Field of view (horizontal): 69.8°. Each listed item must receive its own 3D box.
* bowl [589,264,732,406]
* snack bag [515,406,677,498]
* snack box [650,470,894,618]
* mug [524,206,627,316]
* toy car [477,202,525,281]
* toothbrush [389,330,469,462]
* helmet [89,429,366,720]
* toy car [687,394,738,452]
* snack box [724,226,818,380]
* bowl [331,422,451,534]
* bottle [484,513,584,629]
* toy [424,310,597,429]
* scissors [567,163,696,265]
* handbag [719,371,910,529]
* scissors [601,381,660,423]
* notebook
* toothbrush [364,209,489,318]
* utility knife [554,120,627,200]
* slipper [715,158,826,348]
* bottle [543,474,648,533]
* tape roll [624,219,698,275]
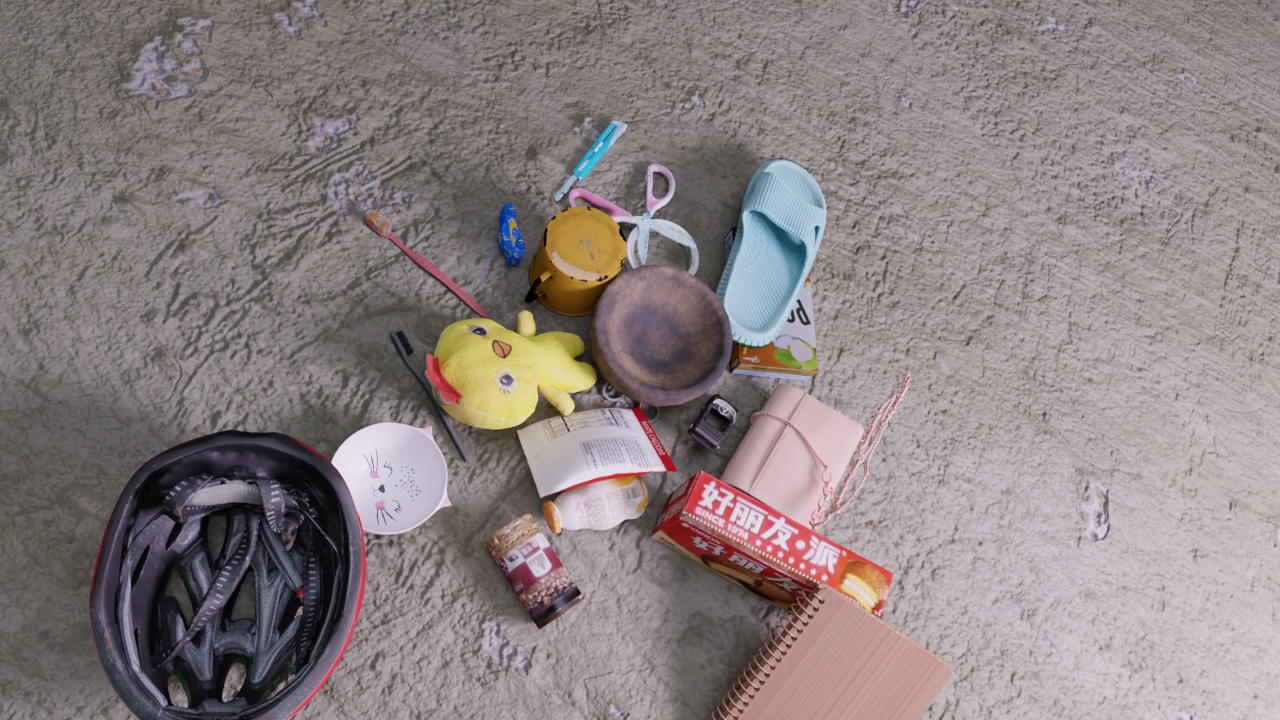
[{"bbox_3d":[0.018,-0.022,1.043,0.162,0.070,0.162,5,69,-15],"label":"bowl"},{"bbox_3d":[-0.050,0.092,0.979,0.144,0.039,0.130,-10,31,-15],"label":"snack bag"},{"bbox_3d":[0.138,0.209,0.980,0.236,0.113,0.060,28,64,-4],"label":"snack box"},{"bbox_3d":[-0.080,-0.109,1.052,0.123,0.094,0.100,-36,83,-25],"label":"mug"},{"bbox_3d":[-0.170,-0.137,1.070,0.061,0.033,0.092,-9,72,-26],"label":"toy car"},{"bbox_3d":[-0.229,0.038,0.999,0.013,0.013,0.167,-25,78,-31],"label":"toothbrush"},{"bbox_3d":[-0.357,0.198,0.814,0.217,0.167,0.271,4,68,-14],"label":"helmet"},{"bbox_3d":[0.086,0.069,1.047,0.040,0.037,0.092,38,31,2],"label":"toy car"},{"bbox_3d":[0.161,-0.072,1.141,0.101,0.032,0.185,5,68,-14],"label":"snack box"},{"bbox_3d":[-0.257,0.125,0.936,0.114,0.051,0.114,5,68,-14],"label":"bowl"},{"bbox_3d":[-0.109,0.215,0.939,0.056,0.056,0.105,-30,80,-24],"label":"bottle"},{"bbox_3d":[-0.141,0.012,0.995,0.207,0.092,0.133,-13,62,-30],"label":"toy"},{"bbox_3d":[0.001,-0.189,1.136,0.170,0.013,0.174,26,56,11],"label":"scissors"},{"bbox_3d":[0.186,0.078,1.003,0.116,0.188,0.198,33,61,5],"label":"handbag"},{"bbox_3d":[0.014,0.010,1.078,0.120,0.014,0.159,42,68,4],"label":"scissors"},{"bbox_3d":[0.182,0.347,0.925,0.169,0.022,0.210,33,98,-3],"label":"notebook"},{"bbox_3d":[-0.243,-0.109,1.051,0.184,0.016,0.015,40,58,0],"label":"toothbrush"},{"bbox_3d":[-0.063,-0.250,1.157,0.022,0.015,0.148,27,65,14],"label":"utility knife"},{"bbox_3d":[0.164,-0.140,1.113,0.116,0.070,0.275,26,65,-8],"label":"slipper"},{"bbox_3d":[-0.048,0.151,0.978,0.108,0.063,0.063,-16,75,-21],"label":"bottle"},{"bbox_3d":[0.026,-0.129,1.133,0.093,0.018,0.093,5,69,-14],"label":"tape roll"}]
